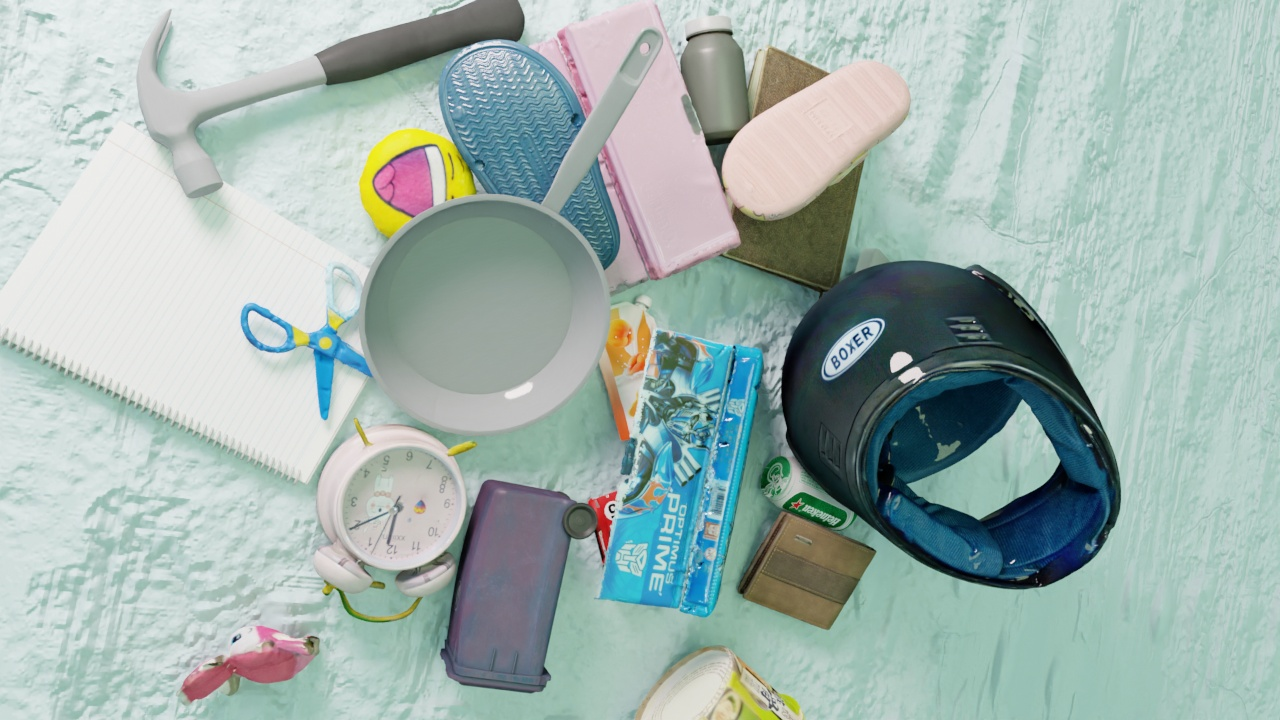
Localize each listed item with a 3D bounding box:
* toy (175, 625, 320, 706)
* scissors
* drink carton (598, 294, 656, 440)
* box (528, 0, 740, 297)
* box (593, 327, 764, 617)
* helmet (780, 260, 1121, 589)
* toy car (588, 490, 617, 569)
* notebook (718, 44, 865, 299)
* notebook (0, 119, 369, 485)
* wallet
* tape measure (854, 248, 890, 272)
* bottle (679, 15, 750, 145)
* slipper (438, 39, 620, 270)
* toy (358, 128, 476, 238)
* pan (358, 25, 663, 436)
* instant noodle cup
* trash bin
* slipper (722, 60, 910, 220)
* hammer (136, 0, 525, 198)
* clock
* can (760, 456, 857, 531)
[{"bbox_3d":[-0.298,0.224,0.696,0.102,0.066,0.050,-18,68,-21],"label":"toy"},{"bbox_3d":[-0.246,-0.021,0.721,0.125,0.015,0.127,35,77,-27],"label":"scissors"},{"bbox_3d":[-0.005,0.005,0.843,0.069,0.039,0.122,-19,94,-24],"label":"drink carton"},{"bbox_3d":[-0.026,-0.176,0.803,0.179,0.039,0.233,-25,103,-12],"label":"box"},{"bbox_3d":[0.057,0.104,0.824,0.170,0.071,0.243,16,84,-53],"label":"box"},{"bbox_3d":[0.278,0.044,0.865,0.316,0.235,0.249,36,108,-22],"label":"helmet"},{"bbox_3d":[-0.019,0.165,0.843,0.038,0.025,0.089,-17,100,-25],"label":"toy car"},{"bbox_3d":[0.172,-0.179,0.918,0.190,0.034,0.215,16,86,-27],"label":"notebook"},{"bbox_3d":[-0.321,-0.036,0.695,0.245,0.013,0.177,33,76,-24],"label":"notebook"},{"bbox_3d":[0.168,0.213,0.924,0.121,0.027,0.099,26,99,-22],"label":"wallet"},{"bbox_3d":[0.244,-0.079,0.956,0.064,0.017,0.065,33,74,-45],"label":"tape measure"},{"bbox_3d":[0.068,-0.257,0.849,0.060,0.060,0.108,-9,96,-26],"label":"bottle"},{"bbox_3d":[-0.082,-0.163,0.759,0.104,0.059,0.214,-26,116,5],"label":"slipper"},{"bbox_3d":[-0.179,-0.139,0.743,0.094,0.041,0.095,-4,97,-23],"label":"toy"},{"bbox_3d":[-0.084,-0.102,0.728,0.200,0.051,0.357,26,100,-26],"label":"pan"},{"bbox_3d":[0.067,0.335,0.834,0.146,0.146,0.098,-42,98,-19],"label":"instant noodle cup"},{"bbox_3d":[-0.104,0.188,0.766,0.092,0.094,0.160,13,85,-17],"label":"trash bin"},{"bbox_3d":[0.159,-0.197,0.848,0.197,0.081,0.093,-39,77,-8],"label":"slipper"},{"bbox_3d":[-0.231,-0.238,0.718,0.310,0.030,0.125,-27,100,-24],"label":"hammer"},{"bbox_3d":[-0.199,0.130,0.735,0.116,0.059,0.158,12,87,-26],"label":"clock"},{"bbox_3d":[0.173,0.134,0.921,0.101,0.053,0.053,26,81,-25],"label":"can"}]
